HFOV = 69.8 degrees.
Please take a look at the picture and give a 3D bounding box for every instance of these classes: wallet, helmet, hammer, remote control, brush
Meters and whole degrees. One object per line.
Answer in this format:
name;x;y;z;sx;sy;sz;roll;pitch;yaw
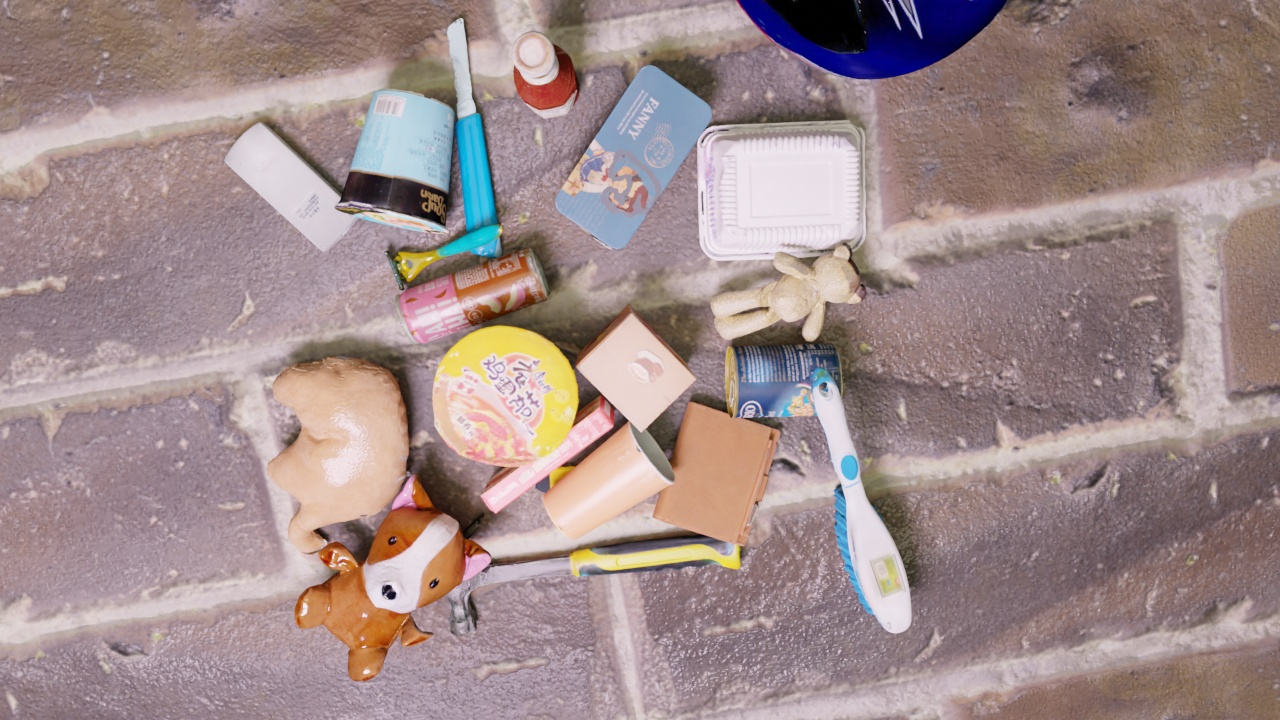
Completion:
wallet;0.082;0.120;0.972;0.108;0.031;0.131;17;88;-3
helmet;0.176;-0.393;0.791;0.315;0.241;0.246;44;57;-15
hammer;-0.054;0.216;0.992;0.323;0.032;0.126;-7;100;-1
remote control;-0.350;-0.175;0.924;0.135;0.019;0.056;43;96;-8
brush;0.223;0.144;0.950;0.060;0.109;0.314;-19;100;4

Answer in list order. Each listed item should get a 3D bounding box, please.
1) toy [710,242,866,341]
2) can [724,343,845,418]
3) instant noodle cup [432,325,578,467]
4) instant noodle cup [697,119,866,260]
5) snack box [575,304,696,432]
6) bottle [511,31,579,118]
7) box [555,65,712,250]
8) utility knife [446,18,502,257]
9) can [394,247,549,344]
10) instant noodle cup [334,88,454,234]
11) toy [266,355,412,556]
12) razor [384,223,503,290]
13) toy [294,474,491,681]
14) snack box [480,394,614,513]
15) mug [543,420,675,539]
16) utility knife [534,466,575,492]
toy;0.148;-0.066;0.937;0.157;0.066;0.105;-19;112;11
can;0.147;0.021;0.944;0.111;0.075;0.075;-2;99;-2
instant noodle cup;-0.130;0.027;0.919;0.138;0.109;0.138;0;99;-3
instant noodle cup;0.146;-0.170;0.922;0.173;0.060;0.138;-2;99;0
snack box;-0.005;0.005;0.927;0.077;0.094;0.093;-44;98;4
bottle;-0.088;-0.258;0.825;0.060;0.206;0.060;0;98;-1
box;-0.005;-0.203;0.911;0.090;0.061;0.184;32;98;-7
utility knife;-0.170;-0.220;0.922;0.034;0.018;0.236;-6;100;1
can;-0.169;-0.065;0.928;0.147;0.058;0.058;-19;99;1
instant noodle cup;-0.229;-0.193;0.889;0.111;0.111;0.120;11;90;-4
toy;-0.309;0.107;0.946;0.143;0.082;0.226;9;102;0
razor;-0.194;-0.112;0.925;0.133;0.028;0.043;-19;94;17
toy;-0.254;0.223;0.932;0.200;0.130;0.140;-42;98;8
snack box;-0.094;0.095;0.948;0.153;0.075;0.025;-37;97;4
mug;-0.035;0.127;0.942;0.123;0.078;0.078;-36;99;11
utility knife;-0.032;0.128;0.986;0.164;0.015;0.033;-1;105;-3
